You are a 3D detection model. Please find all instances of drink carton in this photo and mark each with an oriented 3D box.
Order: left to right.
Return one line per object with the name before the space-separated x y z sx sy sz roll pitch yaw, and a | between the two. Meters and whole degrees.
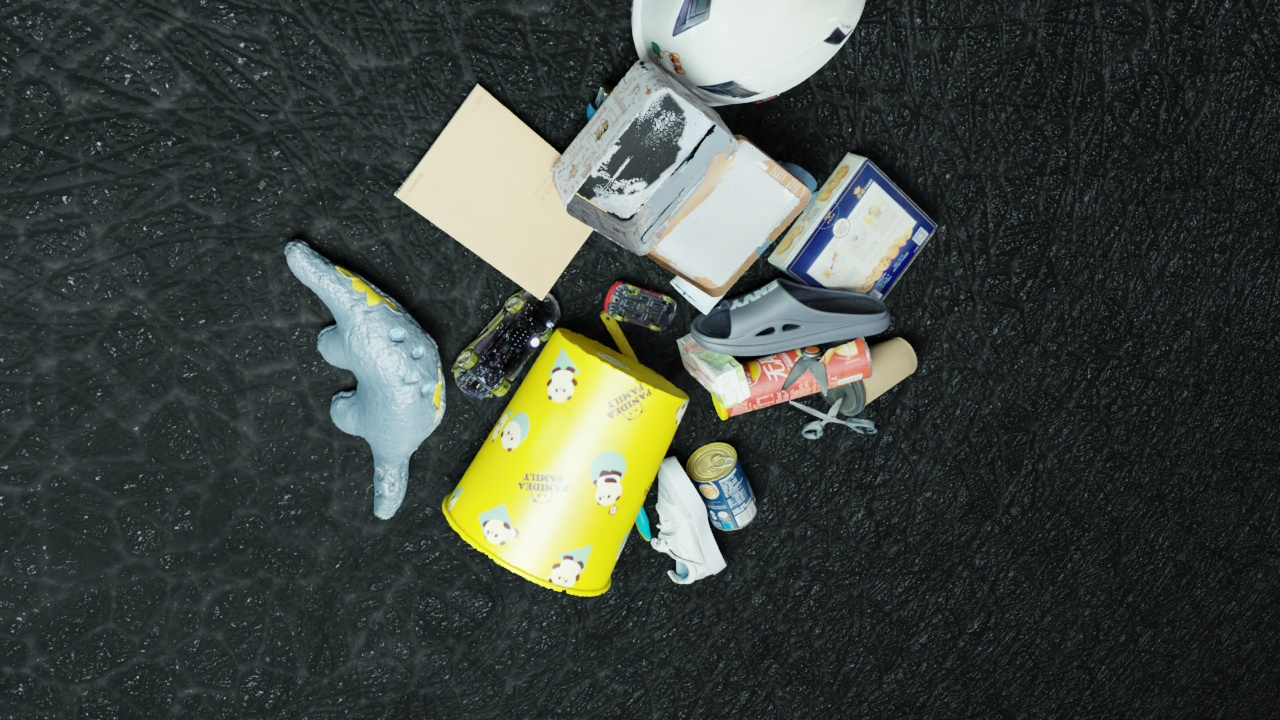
drink carton | 0.093 0.009 1.200 0.045 0.122 0.053 -27 124 -10

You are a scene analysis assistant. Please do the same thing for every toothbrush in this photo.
toothbrush | -0.007 0.007 1.216 0.015 0.016 0.190 -34 123 -6

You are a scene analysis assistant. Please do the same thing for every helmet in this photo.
helmet | 0.139 -0.392 1.003 0.274 0.157 0.230 -35 124 -6

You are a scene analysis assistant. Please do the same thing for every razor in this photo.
razor | 0.001 0.200 1.307 0.043 0.028 0.133 -35 128 -45

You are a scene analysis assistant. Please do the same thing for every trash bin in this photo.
trash bin | -0.080 0.114 1.114 0.229 0.229 0.255 25 97 -33

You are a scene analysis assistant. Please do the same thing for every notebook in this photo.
notebook | -0.147 -0.184 1.036 0.211 0.012 0.149 36 91 -32

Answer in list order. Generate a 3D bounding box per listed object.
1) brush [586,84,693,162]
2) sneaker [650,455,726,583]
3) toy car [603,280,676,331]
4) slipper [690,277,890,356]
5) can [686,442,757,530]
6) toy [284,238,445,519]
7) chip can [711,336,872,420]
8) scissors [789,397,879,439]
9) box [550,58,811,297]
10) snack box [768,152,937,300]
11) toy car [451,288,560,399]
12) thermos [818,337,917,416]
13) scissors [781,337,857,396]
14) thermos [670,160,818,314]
brush | 0.000 -0.263 1.063 0.143 0.055 0.074 14 126 -31
sneaker | 0.050 0.236 1.319 0.090 0.089 0.242 -26 129 -7
toy car | 0.001 -0.069 1.171 0.106 0.031 0.049 14 106 -39
slipper | 0.195 -0.072 1.195 0.268 0.110 0.083 -6 119 -6
can | 0.119 0.184 1.328 0.075 0.075 0.111 -31 124 -9
toy | -0.293 0.024 1.041 0.138 0.091 0.357 -11 117 -7
chip can | 0.204 0.020 1.255 0.216 0.073 0.073 -15 121 0
scissors | 0.271 0.084 1.323 0.181 0.160 0.014 16 64 -26
box | 0.051 -0.194 1.046 0.260 0.082 0.177 26 117 -35
snack box | 0.294 -0.161 1.259 0.182 0.046 0.178 32 99 -34
toy car | -0.161 -0.021 1.109 0.158 0.042 0.070 -48 125 -6
thermos | 0.332 0.018 1.346 0.143 0.093 0.093 -25 123 -23
scissors | 0.217 -0.016 1.199 0.224 0.205 0.022 -27 125 -34
thermos | 0.134 -0.158 1.171 0.220 0.070 0.070 -47 125 2
